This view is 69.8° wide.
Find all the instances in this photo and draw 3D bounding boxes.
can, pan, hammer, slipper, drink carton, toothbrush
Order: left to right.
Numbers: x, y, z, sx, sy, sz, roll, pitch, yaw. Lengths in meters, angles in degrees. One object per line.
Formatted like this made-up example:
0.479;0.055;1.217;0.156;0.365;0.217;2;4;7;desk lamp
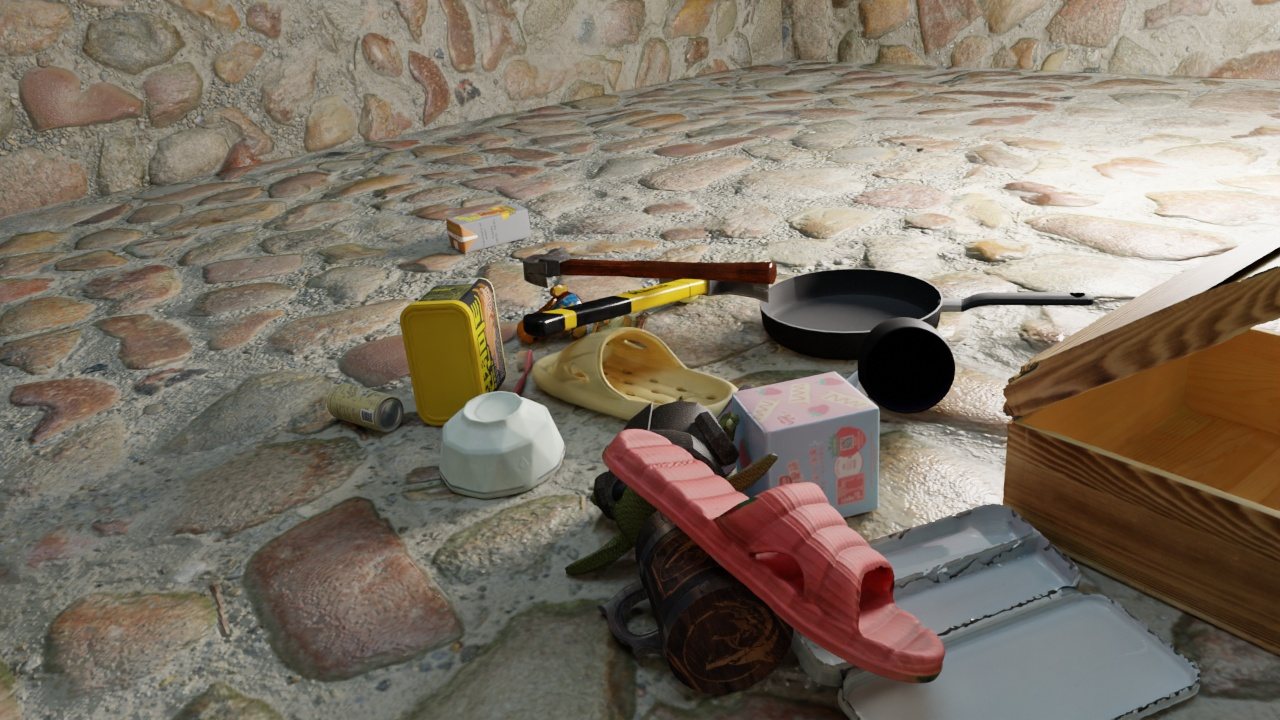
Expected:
-0.287;0.048;0.953;0.080;0.038;0.038;11;29;33;can
-0.190;-0.013;0.957;0.072;0.131;0.100;-2;22;9;can
-0.254;-0.222;1.535;0.124;0.048;0.076;-19;27;-26;drink carton
-0.133;0.031;0.986;0.016;0.015;0.184;-5;25;2;toothbrush
-0.006;0.005;0.938;0.262;0.079;0.111;17;30;41;slipper
0.003;-0.066;1.011;0.170;0.034;0.323;12;21;41;hammer
0.004;-0.102;1.032;0.301;0.028;0.110;4;17;23;hammer
0.083;0.100;0.565;0.249;0.059;0.103;34;14;31;slipper
0.313;-0.055;1.034;0.356;0.044;0.203;1;25;16;pan

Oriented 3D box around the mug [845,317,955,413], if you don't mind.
0.238;0.007;0.888;0.119;0.085;0.100;-32;6;14;mug

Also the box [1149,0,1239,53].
0.680;-0.147;0.859;0.214;0.138;0.467;-25;63;-36;box

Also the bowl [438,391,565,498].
-0.130;0.068;0.838;0.117;0.061;0.117;-5;28;2;bowl

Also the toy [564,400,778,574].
0.019;0.089;0.716;0.179;0.078;0.152;-31;14;14;toy

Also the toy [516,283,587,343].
-0.115;-0.050;1.140;0.090;0.070;0.103;-28;7;-16;toy

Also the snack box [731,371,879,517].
0.131;0.072;0.735;0.094;0.093;0.079;-12;25;-12;snack box

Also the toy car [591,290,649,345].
-0.019;-0.047;1.092;0.047;0.047;0.111;23;28;15;toy car

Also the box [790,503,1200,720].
0.205;0.173;0.578;0.208;0.038;0.190;-15;33;-18;box

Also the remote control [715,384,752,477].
0.088;0.061;0.836;0.009;0.046;0.124;-38;1;39;remote control

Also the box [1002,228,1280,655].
0.421;-0.005;0.644;0.278;0.264;0.270;-23;27;-30;box

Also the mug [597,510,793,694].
0.028;0.159;0.601;0.116;0.080;0.107;-34;25;2;mug

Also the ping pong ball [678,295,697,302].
0.058;-0.095;1.189;0.040;0.040;0.040;-5;24;2;ping pong ball
